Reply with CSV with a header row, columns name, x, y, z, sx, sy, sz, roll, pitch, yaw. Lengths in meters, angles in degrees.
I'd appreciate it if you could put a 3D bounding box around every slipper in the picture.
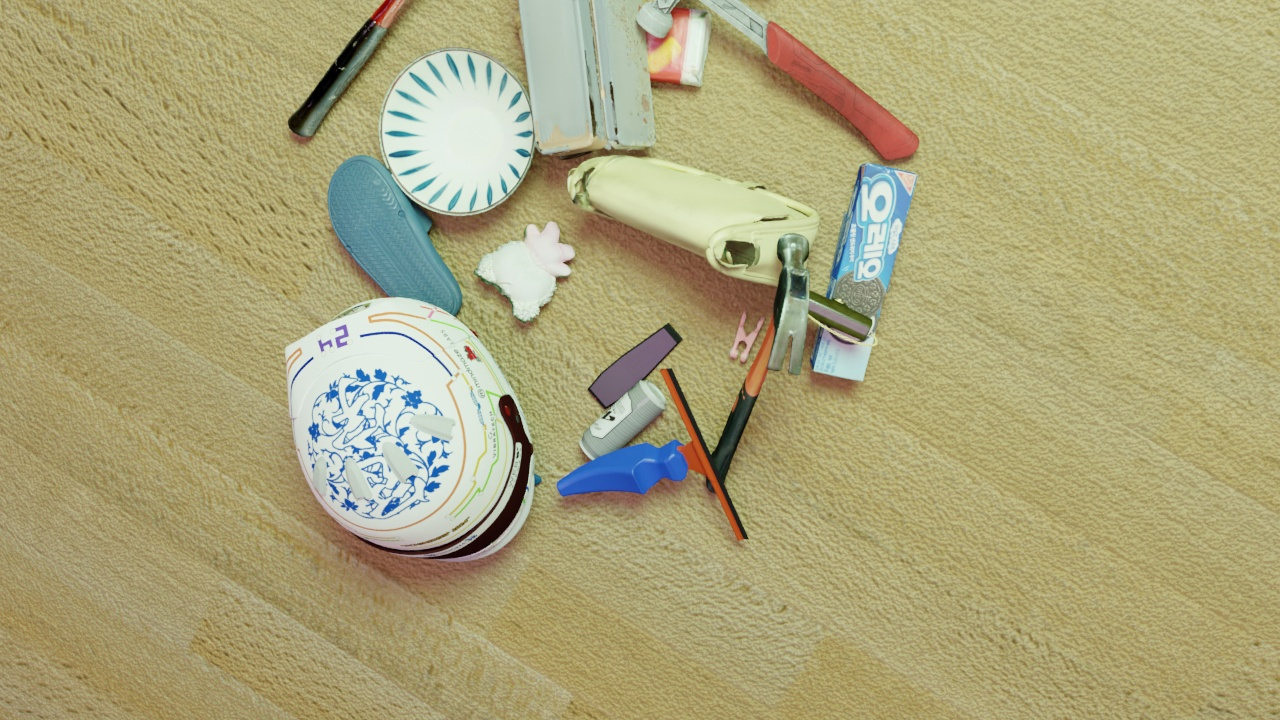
name,x,y,z,sx,sy,sz,roll,pitch,yaw
slipper,-0.283,-0.135,1.062,0.104,0.059,0.214,-23,109,20

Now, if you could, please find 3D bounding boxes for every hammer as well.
name,x,y,z,sx,sy,sz,roll,pitch,yaw
hammer,-0.290,-0.370,1.001,0.036,0.140,0.327,47,112,0
hammer,0.159,-0.308,0.933,0.315,0.036,0.126,33,123,-11
hammer,0.112,0.034,0.934,0.033,0.132,0.334,9,141,-4

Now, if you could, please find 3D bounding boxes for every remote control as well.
name,x,y,z,sx,sy,sz,roll,pitch,yaw
remote control,-0.006,0.006,1.060,0.125,0.010,0.039,-41,91,13

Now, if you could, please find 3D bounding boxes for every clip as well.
name,x,y,z,sx,sy,sz,roll,pitch,yaw
clip,0.123,-0.025,1.029,0.037,0.022,0.058,21,108,3

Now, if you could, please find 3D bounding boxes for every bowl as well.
name,x,y,z,sx,sy,sz,roll,pitch,yaw
bowl,-0.193,-0.251,1.019,0.177,0.070,0.177,2,100,9

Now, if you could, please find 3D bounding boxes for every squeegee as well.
name,x,y,z,sx,sy,sz,roll,pitch,yaw
squeegee,-0.007,0.121,1.021,0.185,0.055,0.249,-16,121,16

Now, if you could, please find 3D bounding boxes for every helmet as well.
name,x,y,z,sx,sy,sz,roll,pitch,yaw
helmet,-0.245,0.085,0.985,0.231,0.236,0.314,-23,93,7

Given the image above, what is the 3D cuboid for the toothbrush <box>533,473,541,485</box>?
name,x,y,z,sx,sy,sz,roll,pitch,yaw
toothbrush,-0.184,0.139,1.111,0.132,0.016,0.021,4,97,10

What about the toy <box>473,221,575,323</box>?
name,x,y,z,sx,sy,sz,roll,pitch,yaw
toy,-0.124,-0.107,1.048,0.109,0.041,0.095,-42,91,7

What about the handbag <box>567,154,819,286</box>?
name,x,y,z,sx,sy,sz,roll,pitch,yaw
handbag,0.059,-0.152,0.944,0.233,0.190,0.089,26,107,24

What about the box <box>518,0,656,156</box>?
name,x,y,z,sx,sy,sz,roll,pitch,yaw
box,-0.057,-0.322,0.943,0.105,0.096,0.216,-3,98,24

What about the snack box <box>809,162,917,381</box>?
name,x,y,z,sx,sy,sz,roll,pitch,yaw
snack box,0.234,-0.093,0.977,0.059,0.059,0.226,13,101,4

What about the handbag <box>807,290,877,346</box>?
name,x,y,z,sx,sy,sz,roll,pitch,yaw
handbag,0.188,-0.038,0.873,0.084,0.177,0.027,25,103,4

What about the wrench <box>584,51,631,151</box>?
name,x,y,z,sx,sy,sz,roll,pitch,yaw
wrench,-0.078,-0.343,0.964,0.047,0.009,0.273,-31,100,-9

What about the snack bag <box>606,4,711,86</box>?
name,x,y,z,sx,sy,sz,roll,pitch,yaw
snack bag,0.015,-0.340,0.986,0.116,0.036,0.077,8,101,8

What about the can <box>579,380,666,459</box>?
name,x,y,z,sx,sy,sz,roll,pitch,yaw
can,-0.020,0.070,1.056,0.107,0.044,0.044,-43,90,14

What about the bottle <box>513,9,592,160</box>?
name,x,y,z,sx,sy,sz,roll,pitch,yaw
bottle,-0.091,-0.303,0.999,0.056,0.056,0.162,-13,97,12
